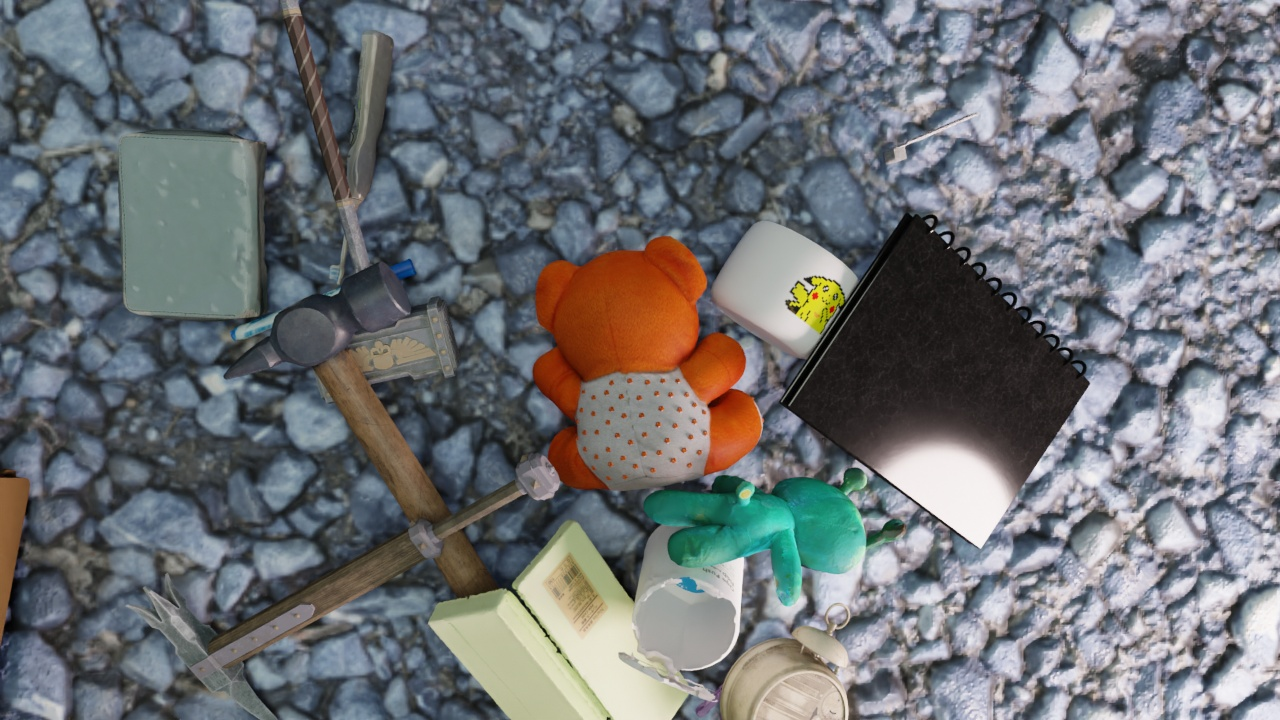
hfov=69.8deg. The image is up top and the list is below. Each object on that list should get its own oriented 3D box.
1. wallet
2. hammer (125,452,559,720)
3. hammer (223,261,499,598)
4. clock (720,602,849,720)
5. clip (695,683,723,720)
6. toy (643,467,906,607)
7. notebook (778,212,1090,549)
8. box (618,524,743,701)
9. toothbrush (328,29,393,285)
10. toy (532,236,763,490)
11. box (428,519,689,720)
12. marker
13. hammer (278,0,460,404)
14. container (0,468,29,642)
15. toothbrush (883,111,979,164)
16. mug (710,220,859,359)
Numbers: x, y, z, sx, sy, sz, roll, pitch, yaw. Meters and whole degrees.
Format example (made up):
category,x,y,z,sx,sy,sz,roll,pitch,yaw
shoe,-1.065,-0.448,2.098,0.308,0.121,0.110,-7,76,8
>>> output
category,x,y,z,sx,sy,sz,roll,pitch,yaw
wallet,-0.313,-0.094,0.650,0.100,0.054,0.131,4,94,3
hammer,-0.188,0.151,0.638,0.317,0.028,0.147,-30,106,14
hammer,-0.158,0.100,0.652,0.129,0.040,0.322,-27,106,3
clock,0.122,0.248,0.694,0.093,0.054,0.141,31,87,-18
clip,0.062,0.264,0.717,0.045,0.014,0.050,8,95,-7
toy,0.099,0.113,0.658,0.193,0.130,0.073,3,123,-27
notebook,0.229,0.020,0.682,0.231,0.019,0.169,35,89,-26
box,0.031,0.179,0.641,0.081,0.159,0.092,36,107,-4
toothbrush,-0.206,-0.147,0.673,0.024,0.022,0.185,9,92,-25
toy,-0.004,0.004,0.663,0.164,0.092,0.172,-10,95,15
box,-0.050,0.221,0.659,0.133,0.061,0.188,-32,114,-7
marker,-0.234,-0.044,0.679,0.142,0.013,0.013,-22,94,-4
hammer,-0.211,-0.135,0.629,0.098,0.044,0.322,-13,105,-5
container,-0.544,0.161,0.523,0.214,0.252,0.219,7,82,-6
toothbrush,0.197,-0.150,0.629,0.010,0.181,0.010,-12,96,0
mug,0.112,-0.044,0.673,0.115,0.094,0.068,33,90,-28
